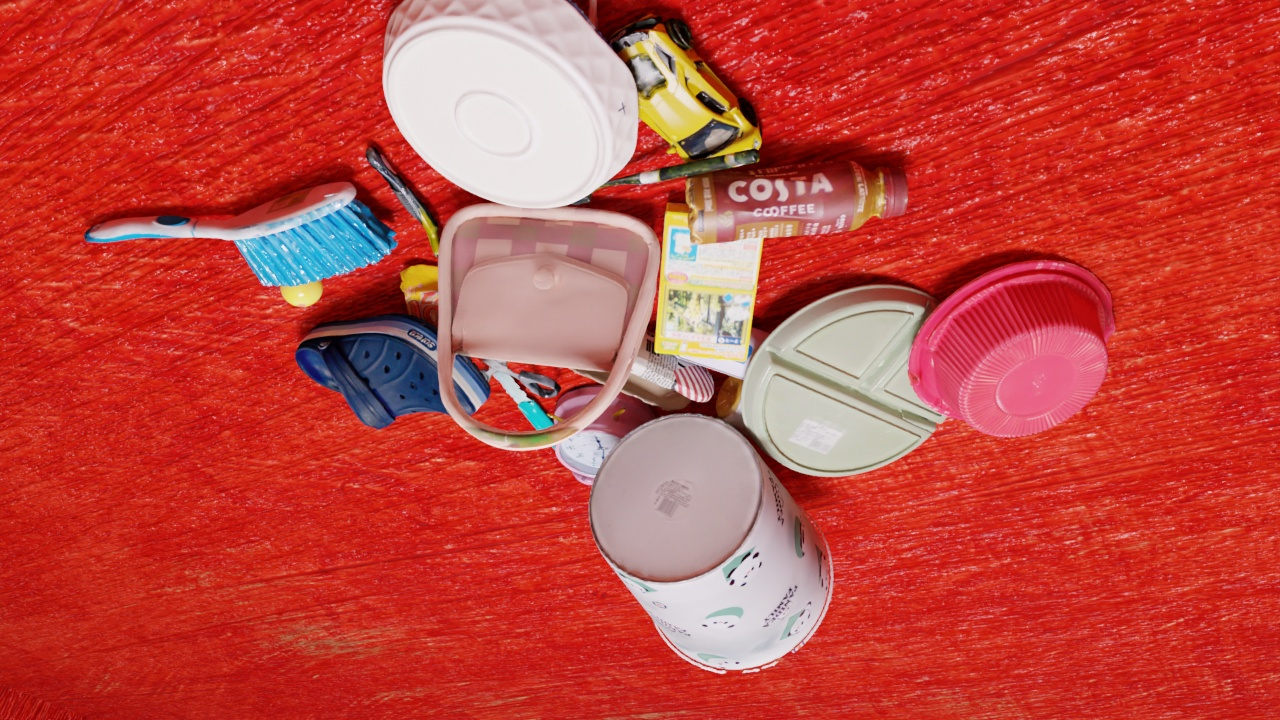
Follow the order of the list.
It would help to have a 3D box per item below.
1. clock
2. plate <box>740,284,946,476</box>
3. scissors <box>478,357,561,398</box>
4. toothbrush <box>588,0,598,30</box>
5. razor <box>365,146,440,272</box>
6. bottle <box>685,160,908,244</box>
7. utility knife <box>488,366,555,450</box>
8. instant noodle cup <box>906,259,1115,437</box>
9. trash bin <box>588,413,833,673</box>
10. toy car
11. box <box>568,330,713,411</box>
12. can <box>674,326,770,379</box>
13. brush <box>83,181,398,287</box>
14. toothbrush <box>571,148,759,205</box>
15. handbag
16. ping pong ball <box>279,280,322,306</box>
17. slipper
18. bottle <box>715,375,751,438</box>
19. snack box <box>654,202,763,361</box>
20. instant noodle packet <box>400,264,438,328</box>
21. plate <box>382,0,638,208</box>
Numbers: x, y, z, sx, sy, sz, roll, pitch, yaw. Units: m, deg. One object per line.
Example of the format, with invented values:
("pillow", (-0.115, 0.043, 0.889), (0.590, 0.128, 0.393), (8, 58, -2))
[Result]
("clock", (-0.038, 0.097, 1.057), (0.117, 0.059, 0.158), (-7, 141, 17))
("plate", (0.213, 0.029, 0.899), (0.230, 0.027, 0.231), (-5, 126, -7))
("scissors", (-0.148, 0.006, 0.951), (0.160, 0.014, 0.181), (-17, 148, 38))
("toothbrush", (-0.034, -0.290, 0.618), (0.016, 0.016, 0.180), (12, 142, 3))
("razor", (-0.202, -0.134, 0.826), (0.022, 0.042, 0.143), (-24, 129, 6))
("bottle", (0.125, -0.130, 0.746), (0.175, 0.057, 0.057), (-5, 140, 2))
("utility knife", (-0.116, 0.068, 1.070), (0.029, 0.013, 0.222), (-12, 139, 20))
("instant noodle cup", (0.350, 0.003, 0.841), (0.194, 0.065, 0.194), (-4, 130, -5))
("trash bin", (0.074, 0.193, 0.998), (0.230, 0.229, 0.252), (-8, 146, 18))
("toy car", (0.034, -0.197, 0.701), (0.071, 0.041, 0.156), (-24, 133, 35))
("box", (-0.004, 0.005, 0.919), (0.162, 0.087, 0.076), (26, 98, -17))
("can", (0.094, -0.011, 0.909), (0.134, 0.053, 0.053), (18, 140, -13))
("brush", (-0.381, -0.115, 0.864), (0.315, 0.060, 0.109), (-10, 132, 24))
("toothbrush", (0.014, -0.148, 0.746), (0.186, 0.017, 0.012), (-3, 148, 37))
("handbag", (-0.087, -0.023, 0.779), (0.193, 0.233, 0.093), (6, 145, 4))
("ping pong ball", (-0.336, -0.073, 0.910), (0.040, 0.040, 0.040), (4, 141, 3))
("slipper", (-0.268, 0.015, 0.922), (0.253, 0.095, 0.105), (7, 144, 35))
("bottle", (0.173, 0.069, 0.983), (0.189, 0.067, 0.068), (23, 138, -19))
("snack box", (0.061, -0.069, 0.824), (0.087, 0.033, 0.141), (5, 118, 3))
("instant noodle packet", (-0.172, -0.045, 0.918), (0.128, 0.044, 0.111), (5, 138, 3))
("plate", (-0.104, -0.191, 0.695), (0.205, 0.045, 0.205), (14, 149, 9))
